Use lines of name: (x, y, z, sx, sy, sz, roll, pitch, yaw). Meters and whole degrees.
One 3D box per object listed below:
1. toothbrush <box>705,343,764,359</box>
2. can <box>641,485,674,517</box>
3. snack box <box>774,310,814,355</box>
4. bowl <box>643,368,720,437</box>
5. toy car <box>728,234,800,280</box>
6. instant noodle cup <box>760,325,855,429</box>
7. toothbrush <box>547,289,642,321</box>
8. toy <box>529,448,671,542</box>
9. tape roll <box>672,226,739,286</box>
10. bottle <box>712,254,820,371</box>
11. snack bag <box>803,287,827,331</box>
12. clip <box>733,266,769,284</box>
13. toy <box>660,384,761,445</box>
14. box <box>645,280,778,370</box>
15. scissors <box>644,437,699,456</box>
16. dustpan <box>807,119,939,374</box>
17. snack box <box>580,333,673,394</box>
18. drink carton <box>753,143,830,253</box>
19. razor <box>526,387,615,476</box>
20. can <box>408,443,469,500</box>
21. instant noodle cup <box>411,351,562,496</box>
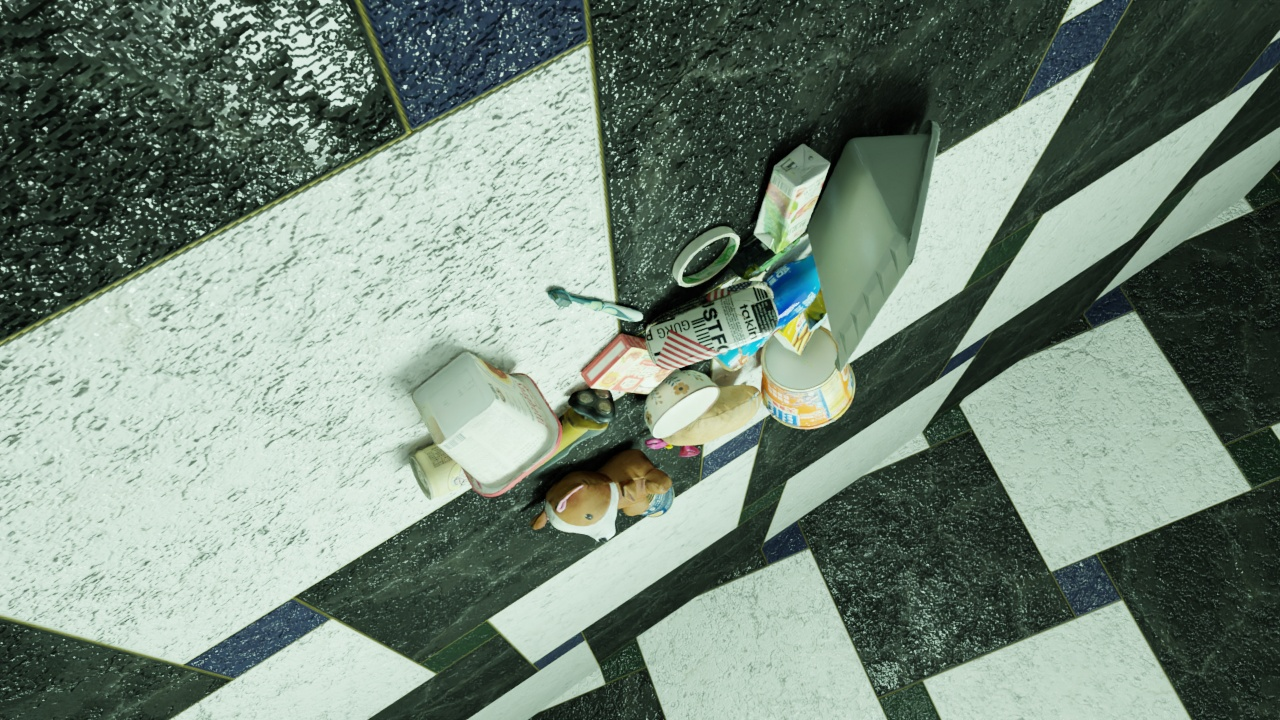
toothbrush: (0.126, -0.018, 1.324, 0.029, 0.020, 0.189, -14, 177, 40)
can: (0.007, 0.225, 1.558, 0.075, 0.075, 0.111, -39, 158, 6)
snack box: (0.226, -0.065, 1.318, 0.087, 0.034, 0.140, -60, 155, -1)
bowl: (0.049, 0.051, 1.289, 0.113, 0.062, 0.114, -30, 156, -15)
toy car: (0.147, -0.131, 1.091, 0.091, 0.043, 0.036, -35, 158, -1)
instant noodle cup: (0.254, 0.017, 1.425, 0.151, 0.151, 0.111, -35, 150, -3)
toothbrush: (-0.043, -0.056, 0.997, 0.016, 0.018, 0.191, -44, 157, 18)
toy: (-0.061, 0.212, 1.389, 0.199, 0.130, 0.140, -8, 152, -34)
tape roll: (0.075, -0.118, 1.050, 0.085, 0.014, 0.086, -30, 157, -14)
bottle: (0.181, -0.078, 1.222, 0.219, 0.065, 0.065, -44, 157, 15)
snack bag: (0.286, -0.102, 1.314, 0.190, 0.039, 0.110, -22, 126, -60)
clip: (0.141, -0.102, 1.161, 0.071, 0.034, 0.100, -26, 148, -22)
toy: (0.129, 0.076, 1.435, 0.144, 0.082, 0.225, -16, 178, 43)
box: (0.085, -0.049, 1.111, 0.163, 0.076, 0.087, -22, -169, 16)
scissors: (0.070, 0.129, 1.452, 0.134, 0.113, 0.017, -7, 108, -47)
dustpan: (0.297, -0.154, 1.075, 0.142, 0.257, 0.223, -4, 149, -12)
snack box: (-0.007, 0.007, 1.166, 0.075, 0.025, 0.152, -44, 157, 18)
drink carton: (0.164, -0.178, 1.018, 0.053, 0.045, 0.123, -39, 162, -22)
razor: (-0.101, 0.094, 1.182, 0.067, 0.062, 0.168, 32, 120, -34)
can: (-0.199, 0.109, 1.046, 0.116, 0.058, 0.059, -25, 156, -25)
instant noodle cup: (-0.161, 0.061, 0.948, 0.116, 0.116, 0.124, -38, 147, 2)
